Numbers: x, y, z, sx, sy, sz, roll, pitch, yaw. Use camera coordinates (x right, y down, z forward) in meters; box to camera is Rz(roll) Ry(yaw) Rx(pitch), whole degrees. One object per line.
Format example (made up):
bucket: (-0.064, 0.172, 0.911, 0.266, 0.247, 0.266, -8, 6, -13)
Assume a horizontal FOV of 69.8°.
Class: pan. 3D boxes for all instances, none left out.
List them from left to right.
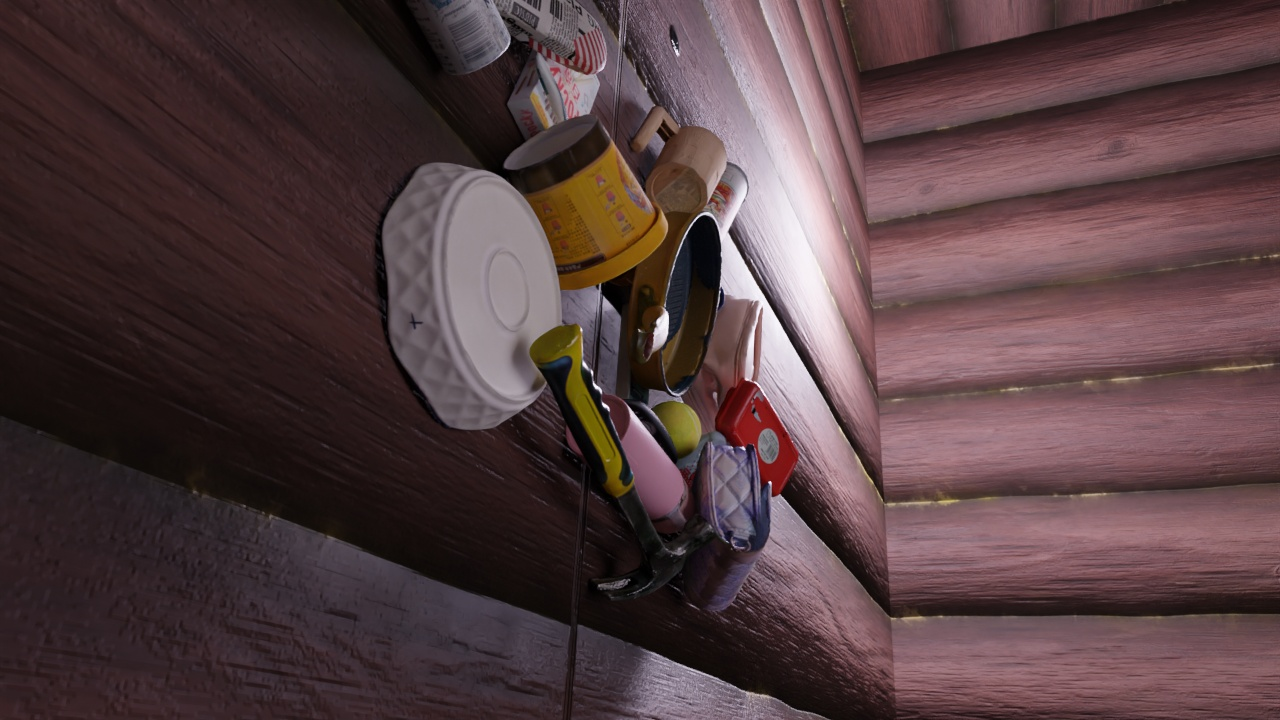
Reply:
pan: (0.028, -0.045, 0.890, 0.356, 0.078, 0.198, -26, 123, -67)

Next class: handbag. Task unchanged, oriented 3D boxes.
handbag: (0.092, 0.182, 1.008, 0.194, 0.075, 0.134, 99, -7, -57)
handbag: (0.117, 0.048, 1.229, 0.192, 0.093, 0.234, -65, 150, -54)

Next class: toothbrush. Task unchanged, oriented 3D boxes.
toothbrush: (-0.058, -0.194, 0.848, 0.016, 0.018, 0.192, -72, 149, -45)

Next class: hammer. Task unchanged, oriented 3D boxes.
hammer: (-0.023, 0.098, 0.784, 0.126, 0.032, 0.324, -39, 135, -17)

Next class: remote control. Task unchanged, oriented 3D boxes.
remote control: (-0.006, 0.006, 0.990, 0.056, 0.019, 0.135, 48, 41, -55)
remote control: (0.000, 0.071, 0.939, 0.136, 0.053, 0.024, 57, 33, -49)

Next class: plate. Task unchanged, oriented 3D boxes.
plate: (-0.117, -0.050, 0.694, 0.204, 0.046, 0.205, -7, 90, -69)

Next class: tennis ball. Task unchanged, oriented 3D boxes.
tennis ball: (0.034, 0.077, 1.006, 0.065, 0.066, 0.065, -6, 90, -68)

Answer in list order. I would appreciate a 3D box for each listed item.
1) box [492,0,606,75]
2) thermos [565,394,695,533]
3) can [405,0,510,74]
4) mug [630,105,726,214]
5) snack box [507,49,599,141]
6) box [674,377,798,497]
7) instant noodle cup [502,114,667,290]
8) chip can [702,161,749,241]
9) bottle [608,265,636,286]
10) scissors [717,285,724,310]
box: (-0.091, -0.305, 0.813, 0.164, 0.052, 0.068, 21, 45, -48)
thermos: (0.002, 0.115, 0.897, 0.087, 0.067, 0.199, 49, -4, 41)
can: (-0.150, -0.282, 0.660, 0.147, 0.058, 0.058, 62, 30, -42)
mug: (0.043, -0.244, 1.126, 0.124, 0.084, 0.103, 47, 36, -18)
snack box: (-0.080, -0.255, 0.874, 0.085, 0.027, 0.156, 63, 29, -42)
box: (0.118, 0.125, 1.126, 0.161, 0.058, 0.201, -46, 140, -8)
instant noodle cup: (-0.053, -0.140, 0.797, 0.114, 0.119, 0.118, 60, 30, -29)
chip can: (0.092, -0.199, 1.230, 0.214, 0.071, 0.071, -62, 139, -55)
bottle: (-0.003, -0.110, 0.980, 0.174, 0.057, 0.057, -21, 103, -68)
scissors: (0.051, -0.067, 1.145, 0.172, 0.012, 0.133, -21, 77, -44)
